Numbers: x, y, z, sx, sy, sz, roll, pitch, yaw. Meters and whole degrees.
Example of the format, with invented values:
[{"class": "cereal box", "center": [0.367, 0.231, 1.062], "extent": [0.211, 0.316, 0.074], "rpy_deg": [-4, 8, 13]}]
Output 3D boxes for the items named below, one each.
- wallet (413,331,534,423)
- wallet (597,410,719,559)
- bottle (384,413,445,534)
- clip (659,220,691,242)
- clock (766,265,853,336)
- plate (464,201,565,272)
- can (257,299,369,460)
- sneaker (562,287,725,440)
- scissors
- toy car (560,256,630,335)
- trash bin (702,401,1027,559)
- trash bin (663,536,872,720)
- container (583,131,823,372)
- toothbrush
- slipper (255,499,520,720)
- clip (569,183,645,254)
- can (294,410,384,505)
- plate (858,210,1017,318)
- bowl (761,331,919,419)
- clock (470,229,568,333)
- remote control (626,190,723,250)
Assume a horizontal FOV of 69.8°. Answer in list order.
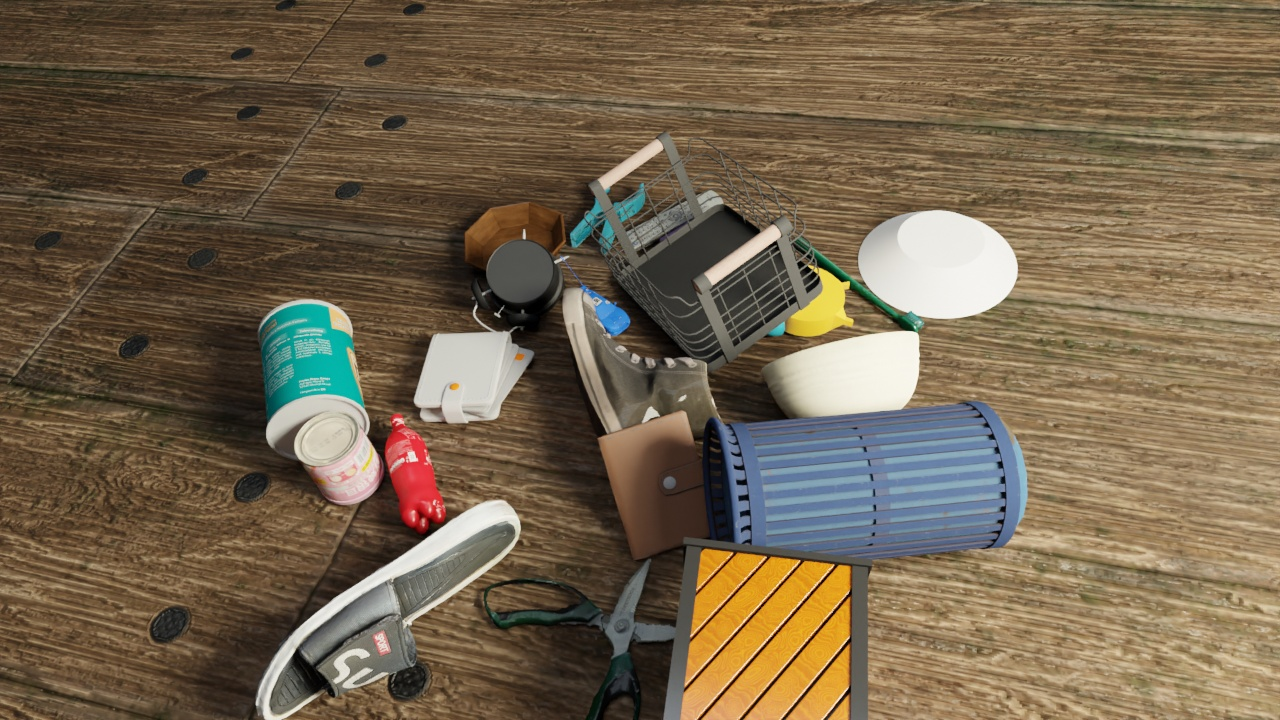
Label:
[{"class": "wallet", "center": [-0.177, 0.016, 0.996], "extent": [0.115, 0.038, 0.118], "rpy_deg": [-2, 47, 7]}, {"class": "wallet", "center": [0.018, 0.116, 0.849], "extent": [0.087, 0.013, 0.121], "rpy_deg": [-17, 93, -6]}, {"class": "bottle", "center": [-0.231, 0.109, 0.921], "extent": [0.042, 0.042, 0.141], "rpy_deg": [-21, 51, -9]}, {"class": "clip", "center": [0.048, -0.150, 1.115], "extent": [0.050, 0.013, 0.029], "rpy_deg": [-24, 50, -8]}, {"class": "clock", "center": [0.167, -0.068, 1.012], "extent": [0.129, 0.044, 0.098], "rpy_deg": [5, 51, 3]}, {"class": "plate", "center": [-0.153, -0.144, 1.130], "extent": [0.131, 0.025, 0.131], "rpy_deg": [-4, 50, 5]}, {"class": "can", "center": [-0.349, 0.020, 0.975], "extent": [0.099, 0.099, 0.143], "rpy_deg": [-19, 50, -7]}, {"class": "sneaker", "center": [-0.006, 0.006, 0.944], "extent": [0.119, 0.095, 0.234], "rpy_deg": [-18, 48, -10]}, {"class": "scissors", "center": [-0.059, 0.251, 0.797], "extent": [0.206, 0.015, 0.201], "rpy_deg": [11, 52, 18]}, {"class": "toy car", "center": [-0.054, -0.074, 1.035], "extent": [0.092, 0.062, 0.033], "rpy_deg": [34, 62, 30]}, {"class": "trash bin", "center": [0.188, 0.108, 0.788], "extent": [0.249, 0.139, 0.139], "rpy_deg": [-5, 50, -5]}, {"class": "trash bin", "center": [0.092, 0.250, 0.686], "extent": [0.140, 0.140, 0.171], "rpy_deg": [5, 51, 7]}, {"class": "container", "center": [0.062, -0.123, 0.977], "extent": [0.162, 0.130, 0.241], "rpy_deg": [-36, 45, -6]}, {"class": "toothbrush", "center": [0.243, -0.088, 1.032], "extent": [0.017, 0.016, 0.190], "rpy_deg": [-34, 54, -16]}, {"class": "slipper", "center": [-0.204, 0.222, 0.787], "extent": [0.263, 0.111, 0.063], "rpy_deg": [-36, 61, -26]}, {"class": "clip", "center": [-0.056, -0.191, 1.156], "extent": [0.120, 0.030, 0.130], "rpy_deg": [33, 61, 25]}, {"class": "can", "center": [-0.299, 0.098, 0.918], "extent": [0.067, 0.076, 0.067], "rpy_deg": [-4, 50, 5]}, {"class": "plate", "center": [0.336, -0.124, 1.035], "extent": [0.174, 0.036, 0.173], "rpy_deg": [-4, 50, 5]}, {"class": "bowl", "center": [0.198, 0.028, 0.876], "extent": [0.151, 0.151, 0.075], "rpy_deg": [-12, 80, -2]}, {"class": "clock", "center": [-0.141, -0.085, 1.051], "extent": [0.091, 0.042, 0.120], "rpy_deg": [32, 79, 10]}, {"class": "remote control", "center": [0.040, -0.173, 1.134], "extent": [0.136, 0.013, 0.033], "rpy_deg": [-28, 52, -15]}]
